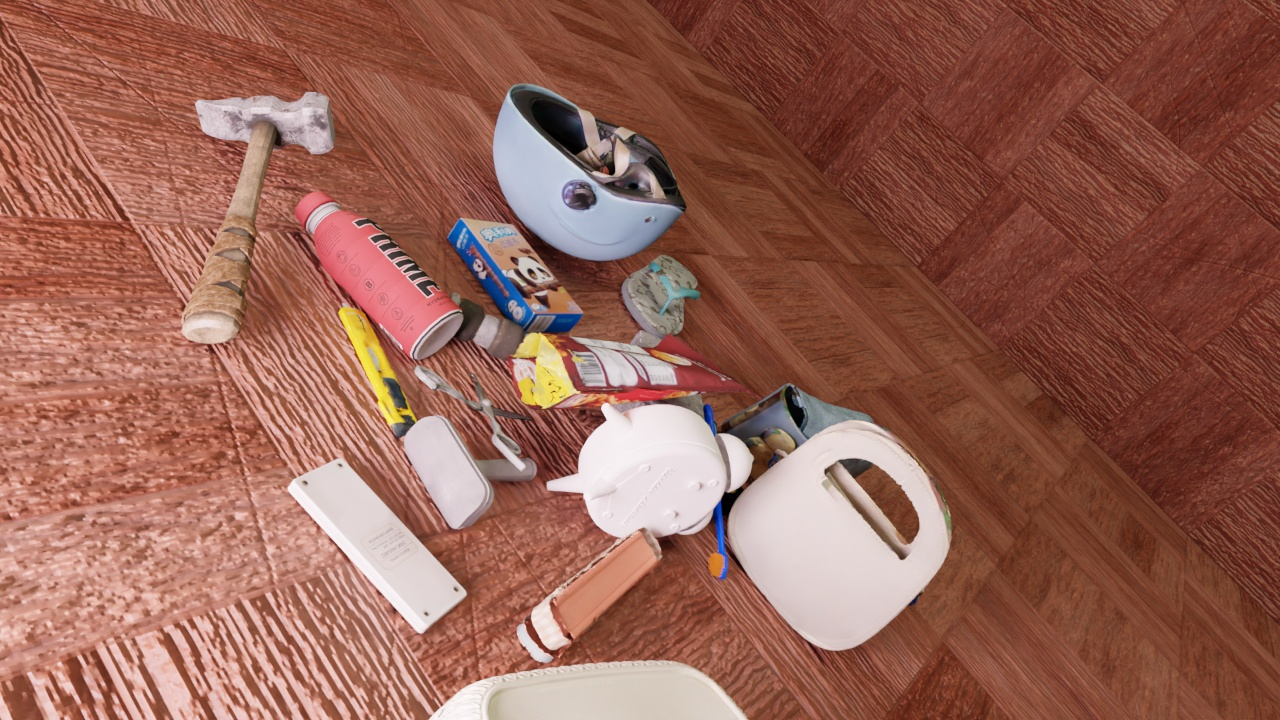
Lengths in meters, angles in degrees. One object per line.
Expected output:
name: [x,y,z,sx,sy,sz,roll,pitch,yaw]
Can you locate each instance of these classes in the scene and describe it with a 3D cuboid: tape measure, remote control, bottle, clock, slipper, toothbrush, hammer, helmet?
tape measure: [0.074,0.134,0.954,0.062,0.034,0.061,38,19,16]
remote control: [-0.181,0.126,0.633,0.136,0.011,0.050,45,25,7]
bottle: [-0.240,-0.082,0.825,0.176,0.062,0.062,45,25,7]
clock: [0.014,0.106,0.805,0.160,0.126,0.072,16,36,-30]
slipper: [0.036,-0.108,1.273,0.098,0.055,0.268,36,24,-5]
toothbrush: [0.071,0.126,0.911,0.018,0.016,0.182,14,58,-31]
hammer: [-0.085,0.004,0.903,0.326,0.080,0.176,27,28,-17]
hammer: [-0.333,-0.130,0.769,0.121,0.049,0.318,-2,45,-9]
helmet: [-0.079,-0.227,1.160,0.265,0.167,0.225,30,25,-26]

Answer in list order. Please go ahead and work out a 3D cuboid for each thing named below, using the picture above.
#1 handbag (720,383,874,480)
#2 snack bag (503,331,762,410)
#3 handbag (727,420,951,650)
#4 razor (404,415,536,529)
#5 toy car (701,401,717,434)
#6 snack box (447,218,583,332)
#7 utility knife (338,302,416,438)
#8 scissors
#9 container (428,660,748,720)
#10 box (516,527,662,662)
handbag: [0.194,0.107,1.085,0.191,0.122,0.118,25,47,-35]
snack bag: [-0.005,0.005,0.825,0.207,0.067,0.139,-5,21,-40]
handbag: [0.203,0.160,0.904,0.200,0.200,0.092,51,23,15]
razor: [-0.125,0.089,0.744,0.088,0.047,0.116,53,20,23]
toy car: [0.055,0.054,1.065,0.107,0.028,0.060,50,26,17]
snack box: [-0.139,-0.094,1.021,0.151,0.034,0.087,52,27,21]
utility knife: [-0.221,0.006,0.769,0.030,0.017,0.151,20,28,-55]
scissors: [-0.130,0.046,0.783,0.141,0.014,0.175,32,9,-40]
container: [-0.027,0.258,0.483,0.245,0.143,0.184,12,24,-46]
box: [-0.030,0.176,0.726,0.059,0.056,0.186,14,16,20]
